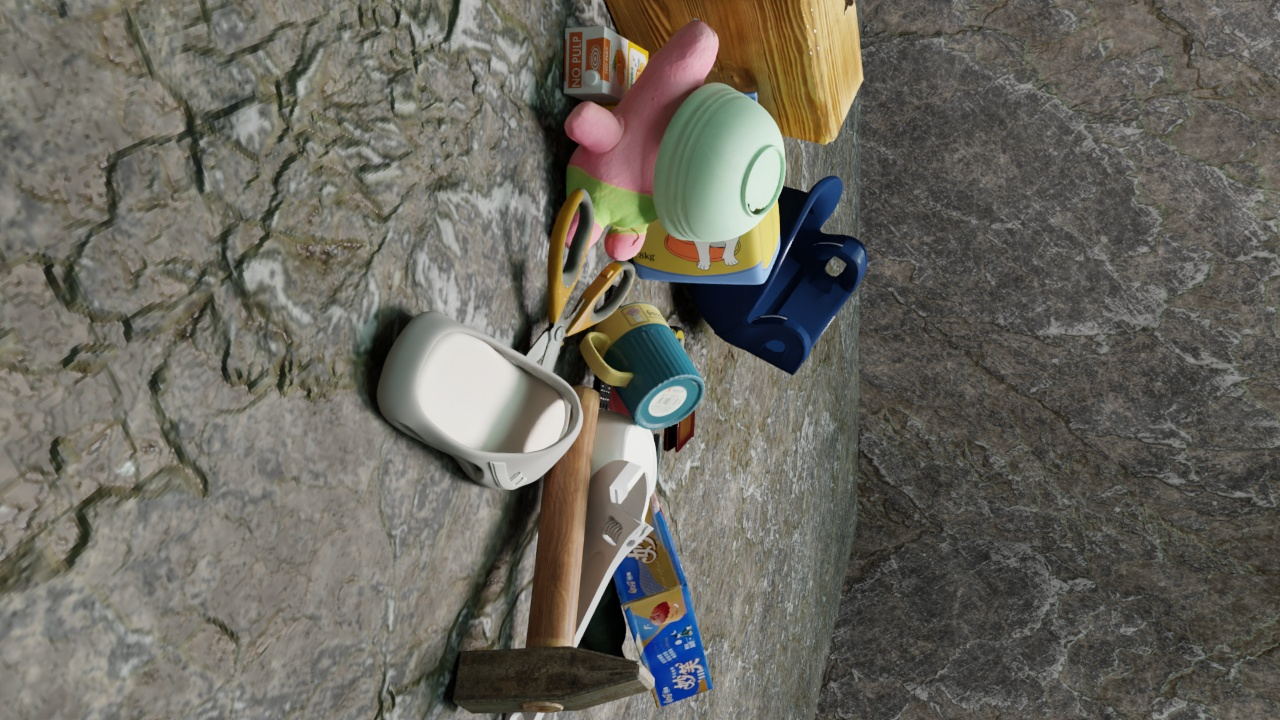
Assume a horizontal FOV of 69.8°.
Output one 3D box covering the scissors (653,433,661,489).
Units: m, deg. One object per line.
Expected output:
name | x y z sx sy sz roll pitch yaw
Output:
scissors | 0.007 0.155 1.133 0.154 0.019 0.124 78 27 -42

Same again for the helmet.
helmet | 0.176 -0.135 1.215 0.231 0.223 0.273 -48 171 -37

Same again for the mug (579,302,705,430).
mug | -0.005 0.005 0.914 0.113 0.107 0.083 7 131 -41

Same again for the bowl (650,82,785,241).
bowl | 0.085 -0.175 0.854 0.150 0.077 0.151 -33 136 -40

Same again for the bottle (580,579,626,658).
bottle | -0.040 0.291 0.984 0.174 0.055 0.055 76 27 -45

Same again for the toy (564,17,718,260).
toy | 0.001 -0.208 0.864 0.191 0.097 0.237 -1 123 -61

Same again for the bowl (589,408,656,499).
bowl | -0.029 0.103 0.926 0.116 0.066 0.116 -5 90 -66

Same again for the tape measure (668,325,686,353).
tape measure | 0.038 -0.013 1.155 0.061 0.034 0.061 60 39 -55

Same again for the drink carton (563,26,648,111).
drink carton | -0.033 -0.280 0.887 0.122 0.040 0.058 -18 111 -68

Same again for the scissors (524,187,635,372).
scissors | -0.062 -0.042 0.832 0.216 0.016 0.225 -8 117 -63

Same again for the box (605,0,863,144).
box | 0.107 -0.455 0.950 0.323 0.284 0.279 -66 155 -14

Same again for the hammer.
hammer | -0.063 0.151 0.806 0.037 0.158 0.300 62 25 -51

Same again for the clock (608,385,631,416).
clock | 0.004 0.014 1.047 0.096 0.048 0.137 66 36 -53

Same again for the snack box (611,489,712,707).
snack box | 0.013 0.252 1.000 0.155 0.069 0.203 -111 -174 -49

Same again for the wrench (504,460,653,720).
wrench | -0.063 0.218 0.838 0.018 0.087 0.273 27 90 -42

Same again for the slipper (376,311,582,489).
slipper | -0.097 0.043 0.710 0.112 0.081 0.266 -69 157 -13

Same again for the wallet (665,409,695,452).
wallet | 0.058 0.071 1.261 0.115 0.018 0.091 -23 116 -72

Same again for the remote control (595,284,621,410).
remote control | -0.035 -0.011 0.990 0.030 0.009 0.140 23 73 -69

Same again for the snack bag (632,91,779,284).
snack bag | 0.062 -0.191 0.998 0.102 0.159 0.205 -61 148 -46
